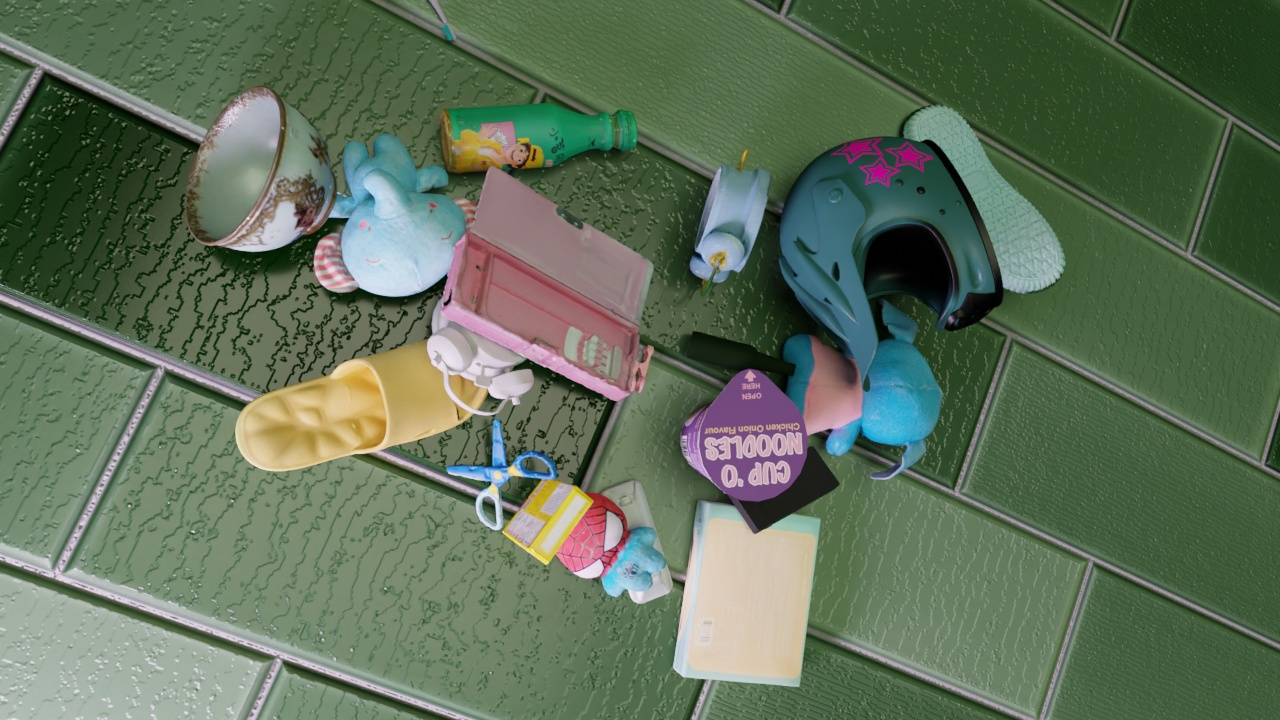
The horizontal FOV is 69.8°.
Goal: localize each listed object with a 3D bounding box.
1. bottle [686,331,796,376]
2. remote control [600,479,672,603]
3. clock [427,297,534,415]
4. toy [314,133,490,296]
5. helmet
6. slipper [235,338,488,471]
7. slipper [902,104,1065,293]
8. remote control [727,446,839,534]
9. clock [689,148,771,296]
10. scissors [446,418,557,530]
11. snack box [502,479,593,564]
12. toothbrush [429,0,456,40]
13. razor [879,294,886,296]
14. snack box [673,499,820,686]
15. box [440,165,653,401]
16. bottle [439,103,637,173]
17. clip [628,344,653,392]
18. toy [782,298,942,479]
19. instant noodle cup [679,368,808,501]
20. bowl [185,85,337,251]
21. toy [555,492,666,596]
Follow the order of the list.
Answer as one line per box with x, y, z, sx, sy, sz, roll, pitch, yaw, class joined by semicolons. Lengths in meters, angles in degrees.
0.115;-0.004;1.045;0.123;0.033;0.033;14;82;4;bottle
-0.004;0.202;1.022;0.050;0.022;0.133;-18;92;-16;remote control
-0.162;-0.017;0.945;0.120;0.061;0.159;30;54;-32;clock
-0.251;-0.155;0.935;0.183;0.115;0.180;-17;81;-11;toy
0.259;-0.115;1.017;0.200;0.176;0.274;-19;64;1;helmet
-0.271;0.045;0.927;0.263;0.078;0.099;-17;95;-19;slipper
0.416;-0.196;1.146;0.115;0.070;0.276;-27;79;-15;slipper
0.165;0.147;1.050;0.133;0.013;0.058;-21;68;-32;remote control
0.099;-0.146;1.026;0.060;0.118;0.162;16;76;-3;clock
-0.146;0.121;0.966;0.125;0.013;0.126;4;102;16;scissors
-0.097;0.159;0.931;0.025;0.152;0.075;40;76;-11;snack box
-0.248;-0.433;0.994;0.019;0.018;0.188;-31;95;-18;toothbrush
0.350;-0.111;1.143;0.144;0.021;0.044;-23;75;-17;razor
0.123;0.264;1.043;0.141;0.044;0.193;10;84;-16;snack box
-0.090;-0.076;0.967;0.232;0.040;0.178;29;58;-32;box
-0.108;-0.244;0.996;0.209;0.068;0.068;-8;89;-16;bottle
0.002;0.006;1.039;0.045;0.023;0.059;-15;85;-15;clip
0.257;0.025;1.077;0.191;0.099;0.223;6;77;-4;toy
0.100;0.081;1.007;0.121;0.122;0.137;-3;87;-16;instant noodle cup
-0.356;-0.173;0.895;0.093;0.160;0.159;23;78;-51;bowl
-0.037;0.199;0.985;0.133;0.062;0.092;33;106;0;toy
